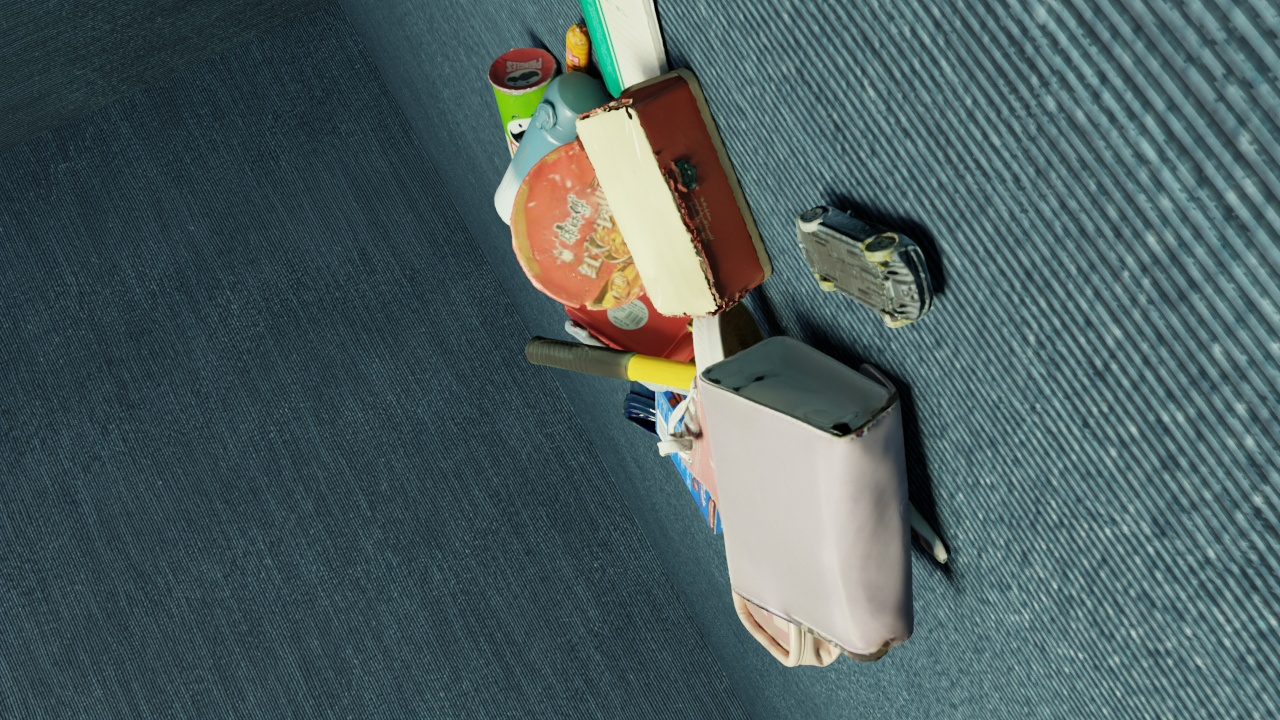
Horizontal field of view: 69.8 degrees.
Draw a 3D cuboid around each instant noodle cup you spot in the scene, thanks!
[{"bbox_3d":[-0.046,-0.114,0.793,0.138,0.138,0.108,63,175,-10],"label":"instant noodle cup"}]

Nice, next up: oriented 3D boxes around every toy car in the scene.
[{"bbox_3d":[0.122,-0.055,0.503,0.105,0.031,0.049,43,158,58],"label":"toy car"}]

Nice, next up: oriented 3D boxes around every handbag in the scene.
[{"bbox_3d":[0.125,0.096,0.649,0.145,0.098,0.197,32,140,55],"label":"handbag"},{"bbox_3d":[0.146,0.197,0.996,0.193,0.093,0.234,-160,53,-76],"label":"handbag"}]

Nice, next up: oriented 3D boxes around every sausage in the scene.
[{"bbox_3d":[-0.059,-0.267,0.860,0.021,0.021,0.165,60,170,9],"label":"sausage"}]

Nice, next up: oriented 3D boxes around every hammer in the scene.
[{"bbox_3d":[-0.005,0.005,0.896,0.301,0.032,0.129,9,125,43],"label":"hammer"}]

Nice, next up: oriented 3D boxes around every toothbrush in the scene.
[{"bbox_3d":[0.165,0.073,0.686,0.187,0.017,0.016,56,168,27],"label":"toothbrush"}]

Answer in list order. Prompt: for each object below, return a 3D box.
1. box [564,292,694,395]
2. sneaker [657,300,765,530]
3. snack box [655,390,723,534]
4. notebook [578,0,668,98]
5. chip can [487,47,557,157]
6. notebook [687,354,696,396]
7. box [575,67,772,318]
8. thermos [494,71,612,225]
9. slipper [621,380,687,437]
[{"bbox_3d":[0.003,-0.022,1.008,0.201,0.095,0.100,33,170,48],"label":"box"},{"bbox_3d":[0.063,0.063,0.760,0.088,0.118,0.241,0,115,30],"label":"sneaker"},{"bbox_3d":[0.058,0.102,0.996,0.085,0.026,0.157,88,158,-47],"label":"snack box"},{"bbox_3d":[-0.021,-0.269,0.693,0.150,0.012,0.209,52,167,44],"label":"notebook"},{"bbox_3d":[-0.111,-0.231,1.029,0.072,0.072,0.236,55,165,32],"label":"chip can"},{"bbox_3d":[0.093,0.079,0.960,0.206,0.010,0.146,-134,38,-59],"label":"notebook"},{"bbox_3d":[0.017,-0.114,0.673,0.091,0.077,0.168,5,125,55],"label":"box"},{"bbox_3d":[-0.091,-0.203,0.906,0.070,0.070,0.221,60,153,6],"label":"thermos"},{"bbox_3d":[0.026,0.057,1.140,0.252,0.095,0.105,56,167,10],"label":"slipper"}]
